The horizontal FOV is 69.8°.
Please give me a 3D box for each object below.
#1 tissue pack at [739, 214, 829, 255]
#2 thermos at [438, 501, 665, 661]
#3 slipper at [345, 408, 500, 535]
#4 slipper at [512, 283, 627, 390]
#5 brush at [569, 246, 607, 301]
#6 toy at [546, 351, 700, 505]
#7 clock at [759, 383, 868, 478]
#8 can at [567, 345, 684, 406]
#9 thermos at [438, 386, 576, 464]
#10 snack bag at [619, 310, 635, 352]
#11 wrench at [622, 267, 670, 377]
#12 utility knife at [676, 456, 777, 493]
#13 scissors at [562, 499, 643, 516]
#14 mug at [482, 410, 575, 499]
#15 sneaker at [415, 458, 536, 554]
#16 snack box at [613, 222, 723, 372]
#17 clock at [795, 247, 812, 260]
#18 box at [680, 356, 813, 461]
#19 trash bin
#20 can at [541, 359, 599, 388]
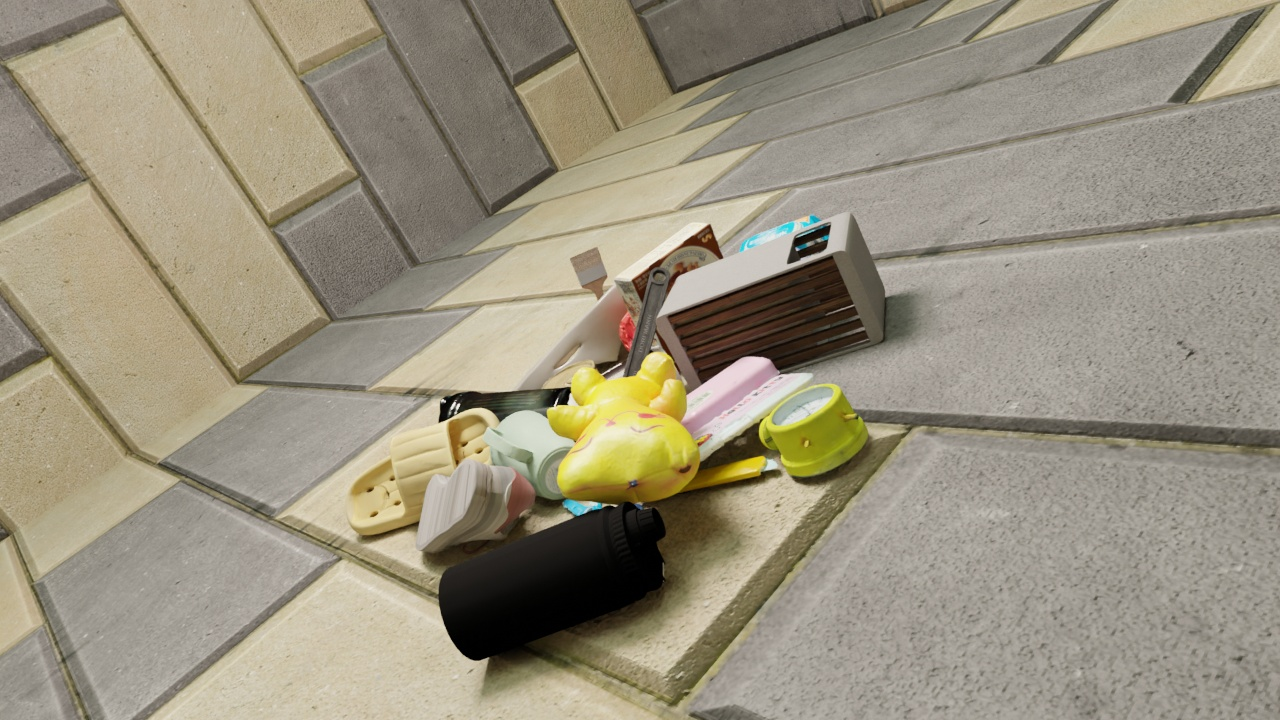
[{"bbox_3d":[0.196,-0.151,1.288,0.145,0.062,0.092,-21,22,20],"label":"tissue pack"},{"bbox_3d":[-0.066,0.185,0.791,0.199,0.086,0.086,-24,21,14],"label":"thermos"},{"bbox_3d":[-0.286,0.144,1.141,0.262,0.111,0.079,-28,-23,22],"label":"slipper"},{"bbox_3d":[-0.083,-0.008,1.320,0.265,0.080,0.113,-46,1,-4],"label":"slipper"},{"bbox_3d":[-0.062,-0.096,1.381,0.045,0.143,0.008,-24,20,-11],"label":"brush"},{"bbox_3d":[-0.016,0.073,0.865,0.134,0.087,0.193,-12,26,2],"label":"toy"},{"bbox_3d":[0.155,0.061,0.842,0.083,0.057,0.119,-33,13,-6],"label":"clock"},{"bbox_3d":[-0.018,0.041,1.095,0.128,0.072,0.072,-31,20,-7],"label":"can"},{"bbox_3d":[-0.171,0.082,1.185,0.221,0.098,0.097,-8,28,34],"label":"thermos"},{"bbox_3d":[0.025,-0.063,1.277,0.082,0.082,0.175,-15,24,34],"label":"snack bag"},{"bbox_3d":[-0.006,0.006,1.058,0.073,0.018,0.272,12,64,5],"label":"wrench"},{"bbox_3d":[0.061,0.115,0.890,0.159,0.017,0.030,-20,26,32],"label":"utility knife"},{"bbox_3d":[-0.040,0.155,0.941,0.118,0.013,0.139,-25,19,13],"label":"scissors"},{"bbox_3d":[-0.124,0.106,1.031,0.104,0.111,0.084,24,88,54],"label":"mug"},{"bbox_3d":[-0.181,0.167,1.015,0.237,0.089,0.099,-30,47,59],"label":"sneaker"},{"bbox_3d":[0.054,-0.080,1.181,0.142,0.147,0.041,-38,28,-26],"label":"snack box"},{"bbox_3d":[0.166,-0.087,1.140,0.126,0.089,0.051,-21,28,19],"label":"clock"},{"bbox_3d":[0.069,0.063,0.944,0.201,0.037,0.153,-34,11,-14],"label":"box"},{"bbox_3d":[0.152,-0.062,1.054,0.229,0.114,0.114,-19,22,25],"label":"trash bin"},{"bbox_3d":[-0.090,0.040,1.236,0.086,0.043,0.086,-26,20,10],"label":"can"}]
